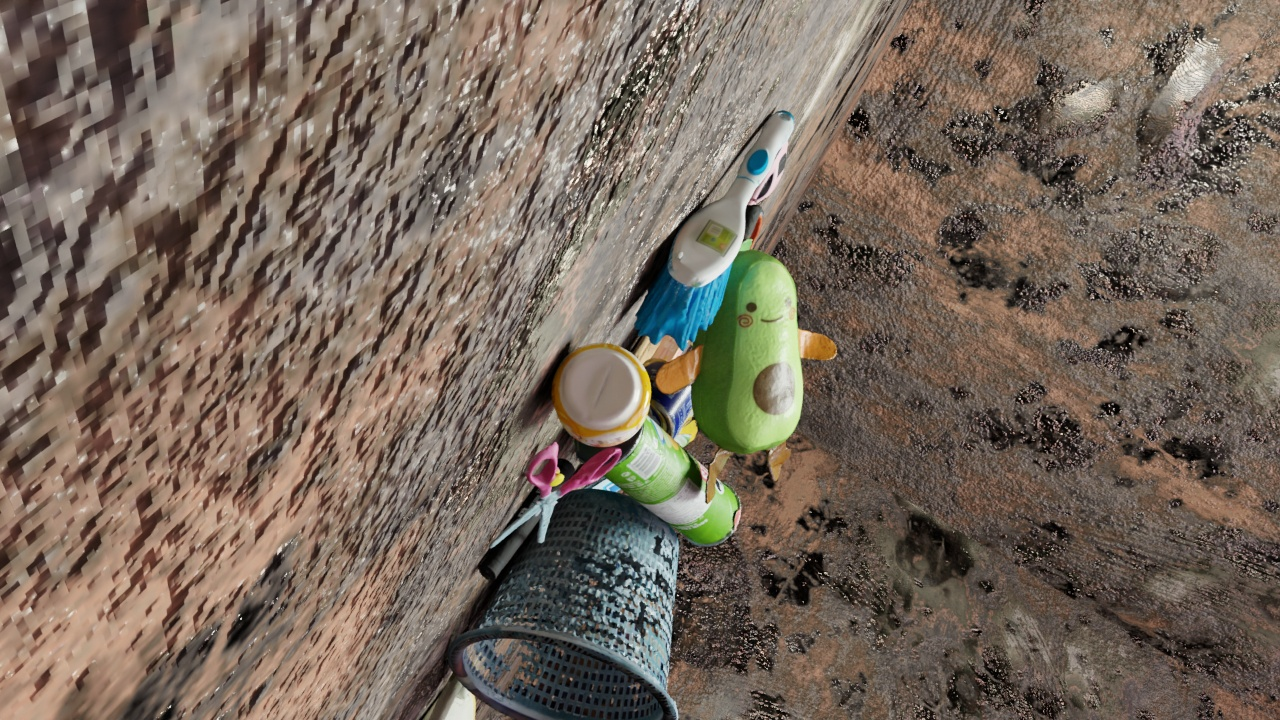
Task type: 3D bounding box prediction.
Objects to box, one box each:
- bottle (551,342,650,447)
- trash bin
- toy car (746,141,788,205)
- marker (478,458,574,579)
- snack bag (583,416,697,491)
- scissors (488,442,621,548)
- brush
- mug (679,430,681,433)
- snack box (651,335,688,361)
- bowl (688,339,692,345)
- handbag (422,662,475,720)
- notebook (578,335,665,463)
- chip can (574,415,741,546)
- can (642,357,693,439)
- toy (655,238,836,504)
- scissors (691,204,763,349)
[{"bbox_3d":[-0.026,0.027,0.615,0.063,0.063,0.108,-58,174,-11],"label":"bottle"},{"bbox_3d":[-0.054,0.248,0.929,0.227,0.226,0.194,115,-5,-48],"label":"trash bin"},{"bbox_3d":[0.120,-0.181,0.959,0.056,0.037,0.123,-51,171,-47],"label":"toy car"},{"bbox_3d":[-0.097,0.135,0.792,0.131,0.020,0.022,-54,171,-42],"label":"marker"},{"bbox_3d":[-0.019,0.130,1.095,0.190,0.039,0.110,-33,177,-15],"label":"snack bag"},{"bbox_3d":[-0.066,0.106,0.738,0.128,0.017,0.134,-20,144,-30],"label":"scissors"},{"bbox_3d":[0.078,-0.127,0.809,0.313,0.060,0.110,-57,171,-53],"label":"brush"},{"bbox_3d":[0.004,0.100,1.259,0.111,0.082,0.106,-25,167,-11],"label":"mug"},{"bbox_3d":[0.049,-0.031,1.172,0.157,0.026,0.084,-60,175,2],"label":"snack box"},{"bbox_3d":[0.085,-0.055,1.079,0.062,0.113,0.113,1,-132,47],"label":"bowl"},{"bbox_3d":[-0.223,0.415,0.989,0.179,0.063,0.163,-65,175,19],"label":"handbag"},{"bbox_3d":[-0.006,0.006,0.978,0.207,0.008,0.148,-57,174,-22],"label":"notebook"},{"bbox_3d":[0.022,0.110,0.871,0.072,0.072,0.236,-58,143,-10],"label":"chip can"},{"bbox_3d":[0.014,0.052,0.979,0.049,0.074,0.148,-53,171,-23],"label":"can"},{"bbox_3d":[0.104,0.010,0.871,0.226,0.090,0.247,-11,103,-39],"label":"toy"},{"bbox_3d":[0.080,-0.062,0.947,0.222,0.022,0.221,-59,158,-8],"label":"scissors"}]
